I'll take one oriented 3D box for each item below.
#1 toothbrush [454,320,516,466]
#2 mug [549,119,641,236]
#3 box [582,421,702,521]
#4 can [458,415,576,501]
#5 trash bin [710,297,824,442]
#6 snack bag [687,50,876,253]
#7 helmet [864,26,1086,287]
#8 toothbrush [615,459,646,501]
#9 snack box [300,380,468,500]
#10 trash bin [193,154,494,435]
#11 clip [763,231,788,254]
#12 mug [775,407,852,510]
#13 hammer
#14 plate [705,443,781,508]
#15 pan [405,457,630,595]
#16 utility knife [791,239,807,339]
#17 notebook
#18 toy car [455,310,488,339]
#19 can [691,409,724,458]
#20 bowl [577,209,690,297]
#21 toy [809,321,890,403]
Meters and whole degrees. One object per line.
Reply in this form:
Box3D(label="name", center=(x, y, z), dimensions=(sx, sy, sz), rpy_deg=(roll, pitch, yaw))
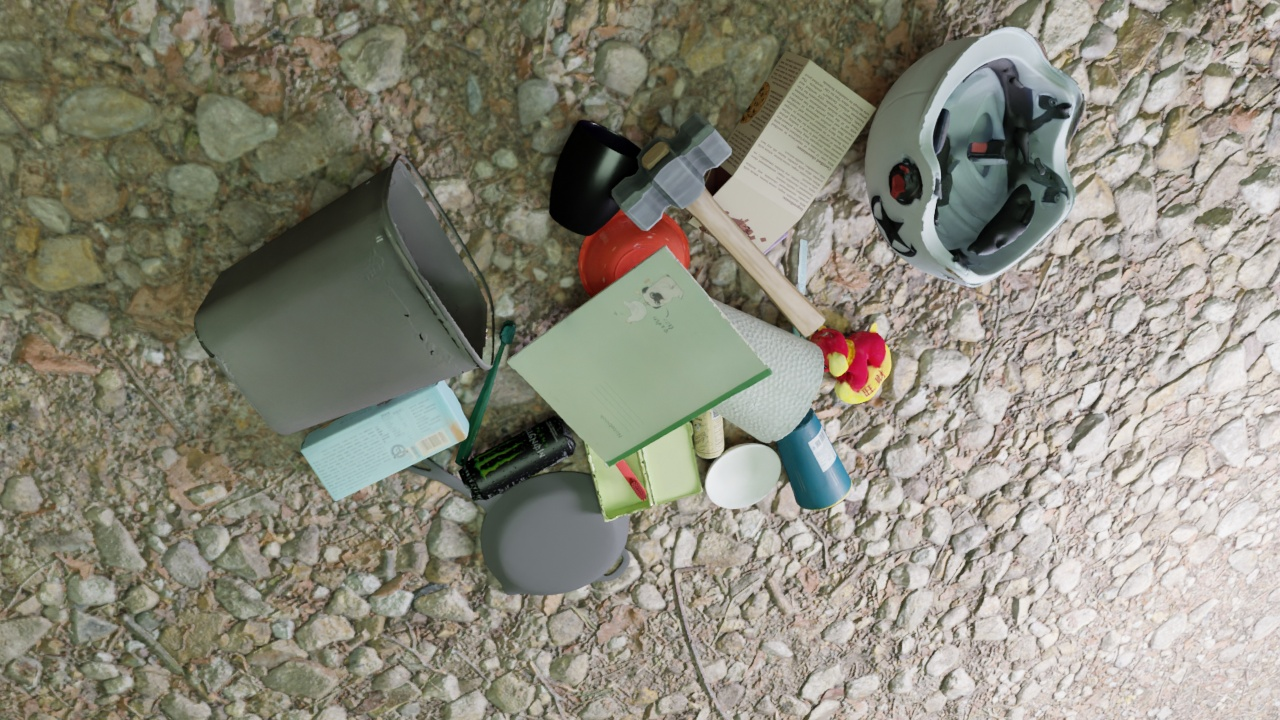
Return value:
Box3D(label="toothbrush", center=(-0.181, 0.041, 1.069), dimensions=(0.016, 0.017, 0.190), rpy_deg=(16, 108, -18))
Box3D(label="mug", center=(-0.039, -0.185, 0.969), dimensions=(0.118, 0.085, 0.100), rpy_deg=(4, 125, -48))
Box3D(label="box", center=(-0.002, 0.100, 1.132), dimensions=(0.137, 0.024, 0.187), rpy_deg=(-16, 112, -4))
Box3D(label="can", center=(-0.145, 0.117, 1.091), dimensions=(0.137, 0.054, 0.054), rpy_deg=(-27, 119, -8))
Box3D(label="trash bin", center=(0.108, 0.003, 1.068), dimensions=(0.161, 0.133, 0.133), rpy_deg=(27, 107, -19))
Box3D(label="snack bag", center=(0.146, -0.215, 0.997), dimensions=(0.094, 0.070, 0.207), rpy_deg=(27, 107, -24))
Box3D(label="helmet", center=(0.334, -0.221, 0.984), dimensions=(0.236, 0.164, 0.264), rpy_deg=(-35, 124, -19))
Box3D(label="toothbrush", center=(-0.048, 0.090, 1.096), dimensions=(0.012, 0.018, 0.212), rpy_deg=(-33, 113, 0))
Box3D(label="snack box", center=(-0.290, 0.086, 1.047), dimensions=(0.174, 0.053, 0.075), rpy_deg=(-26, 113, -1))
Box3D(label="trash bin", center=(-0.288, -0.054, 0.910), dimensions=(0.220, 0.197, 0.197), rpy_deg=(-25, 121, 6))
Box3D(label="clip", center=(0.147, -0.143, 1.067), dimensions=(0.050, 0.014, 0.046), rpy_deg=(-25, 119, -3))
Box3D(label="mug", center=(0.216, 0.123, 1.182), dimensions=(0.078, 0.078, 0.121), rpy_deg=(-27, 114, 0))
Box3D(label="hammer", center=(0.108, -0.121, 0.987), dimensions=(0.117, 0.051, 0.322), rpy_deg=(-41, 131, 11))
Box3D(label="plate", center=(0.130, 0.145, 1.193), dimensions=(0.104, 0.026, 0.104), rpy_deg=(-9, 124, -14))
Box3D(label="pan", center=(-0.154, 0.200, 1.156), dimensions=(0.354, 0.024, 0.217), rpy_deg=(33, 104, -25))
Box3D(label="utility knife", center=(0.194, -0.063, 1.119), dimensions=(0.022, 0.015, 0.177), rpy_deg=(-9, 114, -15))
Box3D(label="notebook", center=(-0.006, 0.006, 1.013), dimensions=(0.253, 0.010, 0.182), rpy_deg=(-32, 108, 32))
Box3D(label="toy car", center=(-0.225, -0.022, 1.023), dimensions=(0.113, 0.039, 0.039), rpy_deg=(-24, 140, -1))
Box3D(label="can", center=(0.084, 0.080, 1.146), dimensions=(0.038, 0.038, 0.079), rpy_deg=(-11, 118, -8))
Box3D(label="bowl", center=(-0.002, -0.104, 1.030), dimensions=(0.130, 0.045, 0.131), rpy_deg=(-5, 117, -11))
Box3D(label="toy", center=(0.262, -0.003, 1.137), dimensions=(0.137, 0.067, 0.105), rpy_deg=(24, 99, -34))
